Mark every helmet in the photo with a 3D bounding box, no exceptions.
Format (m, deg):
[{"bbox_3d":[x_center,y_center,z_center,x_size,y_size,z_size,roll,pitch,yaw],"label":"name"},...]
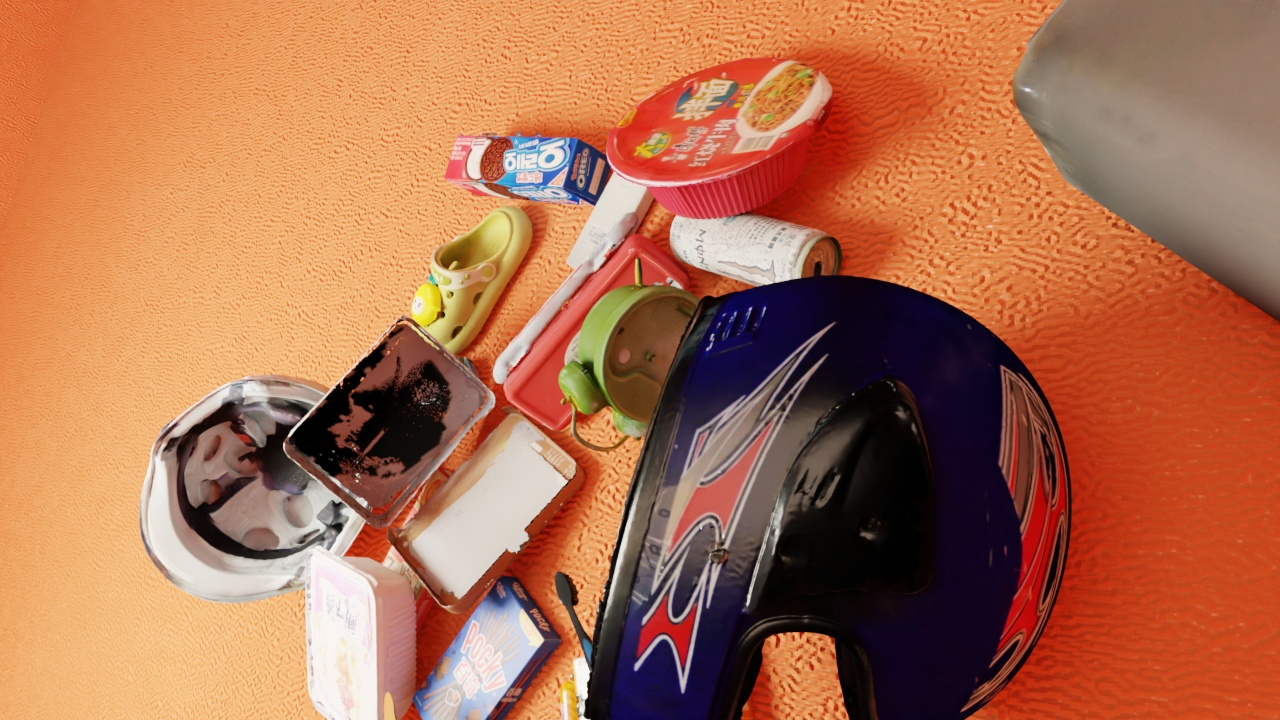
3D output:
[{"bbox_3d":[0.121,0.109,0.555,0.240,0.247,0.315,16,86,15],"label":"helmet"},{"bbox_3d":[-0.403,0.129,1.008,0.259,0.229,0.145,-49,8,8],"label":"helmet"}]

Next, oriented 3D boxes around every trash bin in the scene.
[{"bbox_3d":[0.354,-0.138,0.502,0.199,0.198,0.219,-51,42,10],"label":"trash bin"}]

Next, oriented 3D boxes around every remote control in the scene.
[{"bbox_3d":[-0.023,-0.144,0.912,0.056,0.019,0.135,32,95,42],"label":"remote control"}]

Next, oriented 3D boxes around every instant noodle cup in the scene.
[{"bbox_3d":[-0.270,0.273,0.899,0.138,0.060,0.173,11,101,43],"label":"instant noodle cup"},{"bbox_3d":[0.071,-0.183,0.785,0.194,0.066,0.193,-14,39,12],"label":"instant noodle cup"}]

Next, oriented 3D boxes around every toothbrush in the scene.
[{"bbox_3d":[-0.033,0.253,0.741,0.014,0.016,0.189,-37,55,13],"label":"toothbrush"}]

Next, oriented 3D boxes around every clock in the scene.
[{"bbox_3d":[-0.005,0.005,0.780,0.056,0.116,0.161,27,88,53],"label":"clock"}]

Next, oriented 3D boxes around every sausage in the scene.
[{"bbox_3d":[-0.050,0.341,0.748,0.022,0.021,0.165,-24,60,30],"label":"sausage"}]

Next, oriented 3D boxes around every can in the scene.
[{"bbox_3d":[0.094,-0.094,0.772,0.147,0.058,0.058,24,89,42],"label":"can"}]

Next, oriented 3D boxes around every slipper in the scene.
[{"bbox_3d":[-0.197,-0.095,0.996,0.190,0.081,0.091,-53,47,7],"label":"slipper"}]

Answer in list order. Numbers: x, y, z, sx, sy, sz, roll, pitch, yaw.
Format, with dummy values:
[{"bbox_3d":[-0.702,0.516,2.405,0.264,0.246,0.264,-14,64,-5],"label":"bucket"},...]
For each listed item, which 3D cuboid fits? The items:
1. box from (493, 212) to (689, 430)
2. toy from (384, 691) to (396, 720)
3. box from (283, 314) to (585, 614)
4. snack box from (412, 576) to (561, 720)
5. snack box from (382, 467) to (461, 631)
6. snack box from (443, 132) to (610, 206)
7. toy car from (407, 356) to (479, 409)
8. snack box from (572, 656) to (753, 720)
[{"bbox_3d":[-0.051,-0.043,0.866,0.202,0.095,0.101,-48,23,16],"label":"box"},{"bbox_3d":[-0.209,0.406,0.805,0.247,0.089,0.227,-13,92,31],"label":"toy"},{"bbox_3d":[-0.201,0.095,0.889,0.272,0.130,0.179,39,80,14],"label":"box"},{"bbox_3d":[-0.144,0.285,0.842,0.157,0.026,0.084,-55,50,9],"label":"snack box"},{"bbox_3d":[-0.219,0.192,0.940,0.075,0.025,0.153,33,95,41],"label":"snack box"},{"bbox_3d":[-0.126,-0.209,0.996,0.208,0.057,0.058,13,85,41],"label":"snack box"},{"bbox_3d":[-0.228,0.027,1.005,0.121,0.036,0.054,-6,69,27],"label":"toy car"},{"bbox_3d":[0.013,0.259,0.726,0.154,0.026,0.075,-25,60,30],"label":"snack box"}]
